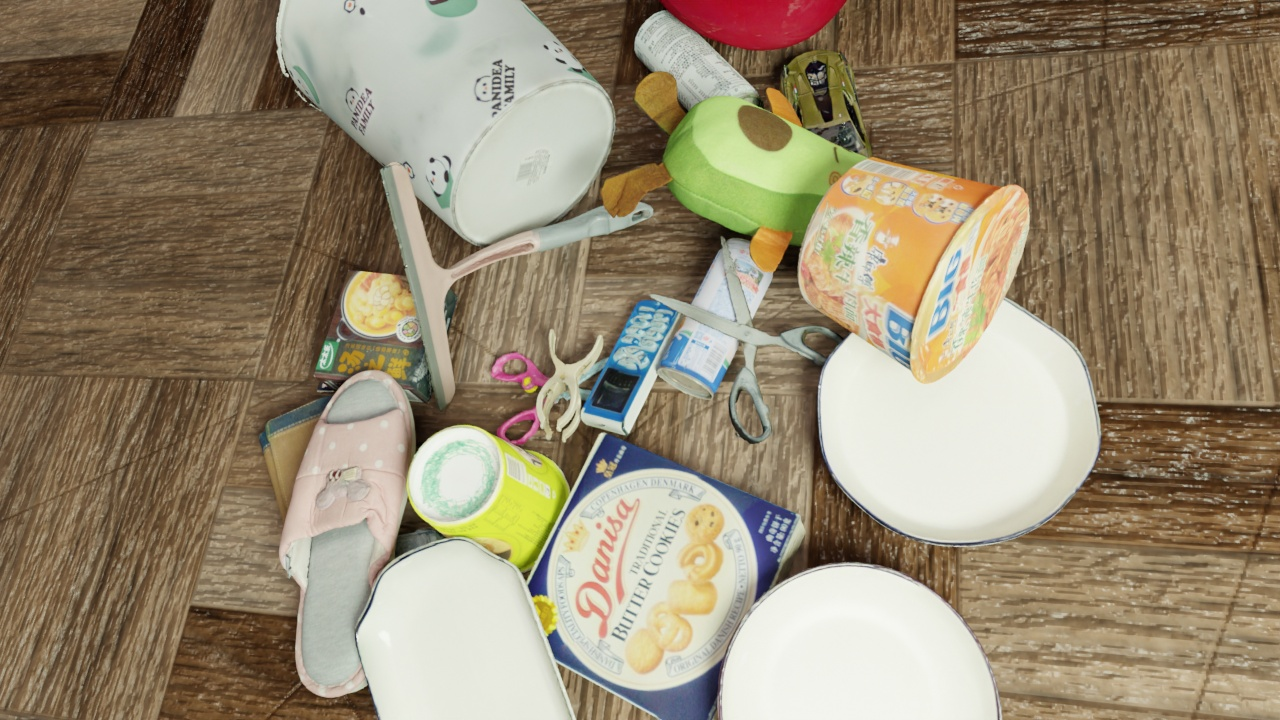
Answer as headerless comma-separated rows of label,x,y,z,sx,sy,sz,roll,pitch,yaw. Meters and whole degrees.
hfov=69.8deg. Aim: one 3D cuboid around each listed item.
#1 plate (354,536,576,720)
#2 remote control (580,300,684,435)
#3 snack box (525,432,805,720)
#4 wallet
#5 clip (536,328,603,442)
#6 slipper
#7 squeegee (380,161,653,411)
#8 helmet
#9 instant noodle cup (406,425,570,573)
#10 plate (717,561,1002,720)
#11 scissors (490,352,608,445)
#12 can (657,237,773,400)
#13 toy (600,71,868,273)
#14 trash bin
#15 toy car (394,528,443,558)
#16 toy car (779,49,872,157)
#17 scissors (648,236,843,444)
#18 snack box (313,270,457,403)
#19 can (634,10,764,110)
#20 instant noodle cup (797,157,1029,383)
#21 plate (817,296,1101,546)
plate,-0.118,0.264,0.687,0.162,0.034,0.265,-26,78,18
remote control,-0.005,0.005,0.799,0.049,0.024,0.124,12,66,37
snack box,0.010,0.173,0.720,0.183,0.046,0.177,21,74,22
wallet,-0.302,0.099,0.848,0.090,0.033,0.115,-26,67,3
clip,-0.064,0.020,0.802,0.070,0.035,0.099,6,63,10
slipper,-0.248,0.136,0.768,0.114,0.054,0.274,-6,70,21
squeegee,-0.099,-0.102,0.829,0.249,0.248,0.040,-24,43,-25
helmet,0.097,-0.379,0.869,0.240,0.144,0.206,19,52,22
instant noodle cup,-0.127,0.108,0.742,0.112,0.123,0.111,-6,66,13
plate,0.149,0.240,0.642,0.192,0.039,0.192,-1,72,2
scissors,-0.078,0.034,0.821,0.133,0.017,0.118,11,68,16
can,0.067,-0.037,0.788,0.053,0.053,0.134,22,75,23
toy,0.099,-0.157,0.764,0.246,0.090,0.226,15,57,-5
trash bin,-0.171,-0.255,0.862,0.229,0.229,0.252,-43,69,-5
toy car,-0.213,0.170,0.791,0.091,0.034,0.043,-12,68,12
toy car,0.171,-0.217,0.843,0.070,0.042,0.158,-13,68,11
scissors,0.087,-0.016,0.755,0.178,0.014,0.159,20,74,-5
snack box,-0.250,-0.023,0.877,0.126,0.053,0.113,6,70,12
can,0.055,-0.276,0.890,0.058,0.058,0.146,-36,63,-2
instant noodle cup,0.195,-0.074,0.673,0.111,0.151,0.151,31,79,33
plate,0.240,0.045,0.710,0.205,0.045,0.204,-6,67,14
